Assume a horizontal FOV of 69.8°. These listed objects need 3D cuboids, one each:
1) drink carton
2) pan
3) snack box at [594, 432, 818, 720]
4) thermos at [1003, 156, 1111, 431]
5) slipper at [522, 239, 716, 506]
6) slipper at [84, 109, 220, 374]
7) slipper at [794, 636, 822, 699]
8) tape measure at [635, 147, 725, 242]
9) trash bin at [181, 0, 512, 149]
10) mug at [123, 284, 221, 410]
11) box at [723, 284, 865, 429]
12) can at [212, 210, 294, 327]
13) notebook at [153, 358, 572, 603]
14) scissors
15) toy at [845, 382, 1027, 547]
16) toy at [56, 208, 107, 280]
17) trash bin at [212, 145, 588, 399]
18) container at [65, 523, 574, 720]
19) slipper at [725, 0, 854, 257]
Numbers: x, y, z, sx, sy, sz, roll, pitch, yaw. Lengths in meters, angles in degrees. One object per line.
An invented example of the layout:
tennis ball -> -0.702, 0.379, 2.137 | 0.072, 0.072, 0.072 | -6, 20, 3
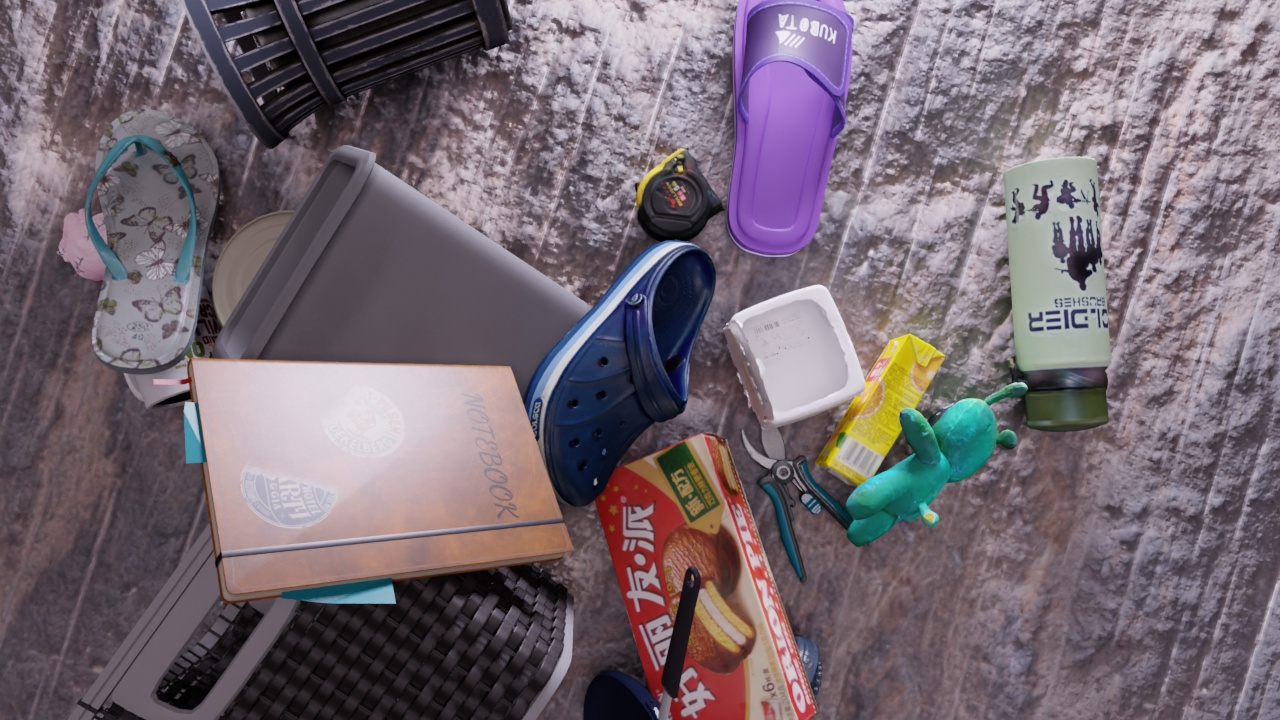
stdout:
drink carton -> 0.207, 0.043, 0.801 | 0.043, 0.058, 0.134 | 32, 87, 2
pan -> 0.016, 0.279, 0.683 | 0.021, 0.198, 0.357 | -11, 128, -27
snack box -> 0.048, 0.188, 0.747 | 0.113, 0.060, 0.236 | -24, 72, 21
thermos -> 0.360, -0.054, 0.798 | 0.082, 0.082, 0.231 | -3, 88, -1
slipper -> -0.004, 0.004, 0.750 | 0.095, 0.105, 0.252 | 16, 65, 37
slipper -> -0.401, -0.116, 0.757 | 0.098, 0.055, 0.268 | -5, 63, -18
slipper -> 0.105, 0.366, 0.768 | 0.082, 0.101, 0.263 | 27, 84, 1
tape measure -> 0.031, -0.141, 0.815 | 0.072, 0.042, 0.071 | -33, 89, -6
trash bin -> -0.236, -0.296, 0.763 | 0.227, 0.164, 0.164 | -22, 88, -5
mug -> -0.411, -0.006, 0.795 | 0.105, 0.073, 0.089 | -21, 88, 24
box -> 0.118, -0.004, 0.760 | 0.128, 0.137, 0.108 | -19, 80, -2
can -> -0.290, -0.059, 0.792 | 0.128, 0.073, 0.127 | 0, 88, -1
notebook -> -0.172, 0.076, 0.608 | 0.248, 0.014, 0.178 | 2, 54, -39
scissors -> 0.141, 0.129, 0.817 | 0.156, 0.019, 0.124 | 23, 85, 2
toy -> 0.250, 0.090, 0.775 | 0.193, 0.131, 0.072 | -33, 47, -19
toy -> -0.460, -0.096, 0.806 | 0.110, 0.047, 0.063 | 18, 96, -3
trash bin -> -0.183, -0.027, 0.728 | 0.219, 0.098, 0.191 | 33, 87, -36
container -> -0.214, 0.221, 0.700 | 0.243, 0.245, 0.247 | 35, 88, -3
slipper -> 0.130, -0.228, 0.798 | 0.107, 0.084, 0.266 | 7, 88, 0
